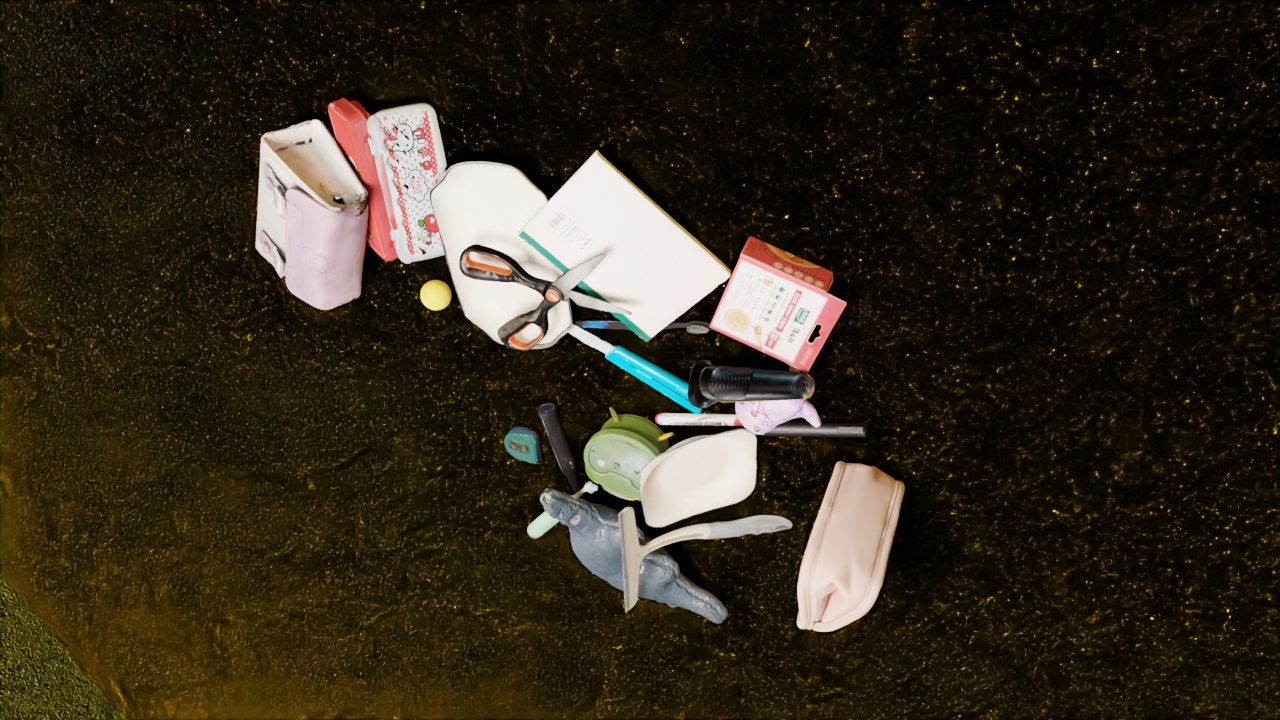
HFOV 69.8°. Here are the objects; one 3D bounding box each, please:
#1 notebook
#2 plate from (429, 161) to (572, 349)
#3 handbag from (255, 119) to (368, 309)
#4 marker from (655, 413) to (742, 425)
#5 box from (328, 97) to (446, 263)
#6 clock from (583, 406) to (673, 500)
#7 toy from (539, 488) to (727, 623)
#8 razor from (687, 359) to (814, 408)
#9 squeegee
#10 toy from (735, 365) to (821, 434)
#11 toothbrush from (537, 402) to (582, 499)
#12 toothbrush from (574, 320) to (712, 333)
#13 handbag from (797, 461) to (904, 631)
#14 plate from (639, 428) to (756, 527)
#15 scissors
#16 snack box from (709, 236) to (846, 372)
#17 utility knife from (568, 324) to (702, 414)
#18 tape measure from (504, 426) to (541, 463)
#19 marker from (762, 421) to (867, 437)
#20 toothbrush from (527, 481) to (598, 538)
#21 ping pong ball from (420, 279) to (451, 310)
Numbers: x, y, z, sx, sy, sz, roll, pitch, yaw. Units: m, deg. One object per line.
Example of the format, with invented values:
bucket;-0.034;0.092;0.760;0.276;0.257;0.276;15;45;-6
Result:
notebook;-0.020;-0.125;1.069;0.209;0.012;0.151;39;125;-18
plate;-0.165;-0.131;1.140;0.162;0.034;0.266;5;128;20
handbag;-0.408;-0.173;1.140;0.145;0.098;0.198;45;142;11
marker;0.088;0.078;1.207;0.145;0.017;0.017;-1;126;25
box;-0.296;-0.223;1.125;0.112;0.099;0.202;40;146;40
clock;-0.018;0.141;1.280;0.116;0.056;0.162;23;133;7
toy;-0.025;0.286;1.359;0.356;0.091;0.138;40;157;-23
razor;0.132;0.030;1.103;0.168;0.062;0.067;0;166;42
squeegee;0.089;0.242;1.270;0.246;0.039;0.247;-12;137;-9
toy;0.165;0.056;1.134;0.108;0.038;0.084;-24;90;36
toothbrush;-0.109;0.151;1.352;0.027;0.026;0.213;33;148;47
toothbrush;0.001;-0.043;1.150;0.190;0.016;0.014;3;121;24
handbag;0.249;0.260;1.177;0.093;0.192;0.235;21;142;10
plate;0.074;0.148;1.218;0.164;0.034;0.164;-16;138;-9
scissors;-0.126;-0.080;1.116;0.230;0.021;0.222;32;137;-2
snack box;0.158;-0.063;1.041;0.127;0.044;0.113;26;132;4
utility knife;-0.007;0.007;1.192;0.209;0.018;0.034;30;133;0
tape measure;-0.175;0.125;1.360;0.054;0.025;0.058;12;130;14
marker;0.217;0.087;1.151;0.132;0.022;0.020;0;90;25
toothbrush;-0.121;0.225;1.394;0.027;0.026;0.225;29;142;-13
ping pong ball;-0.272;-0.087;1.221;0.040;0.040;0.040;13;131;15
